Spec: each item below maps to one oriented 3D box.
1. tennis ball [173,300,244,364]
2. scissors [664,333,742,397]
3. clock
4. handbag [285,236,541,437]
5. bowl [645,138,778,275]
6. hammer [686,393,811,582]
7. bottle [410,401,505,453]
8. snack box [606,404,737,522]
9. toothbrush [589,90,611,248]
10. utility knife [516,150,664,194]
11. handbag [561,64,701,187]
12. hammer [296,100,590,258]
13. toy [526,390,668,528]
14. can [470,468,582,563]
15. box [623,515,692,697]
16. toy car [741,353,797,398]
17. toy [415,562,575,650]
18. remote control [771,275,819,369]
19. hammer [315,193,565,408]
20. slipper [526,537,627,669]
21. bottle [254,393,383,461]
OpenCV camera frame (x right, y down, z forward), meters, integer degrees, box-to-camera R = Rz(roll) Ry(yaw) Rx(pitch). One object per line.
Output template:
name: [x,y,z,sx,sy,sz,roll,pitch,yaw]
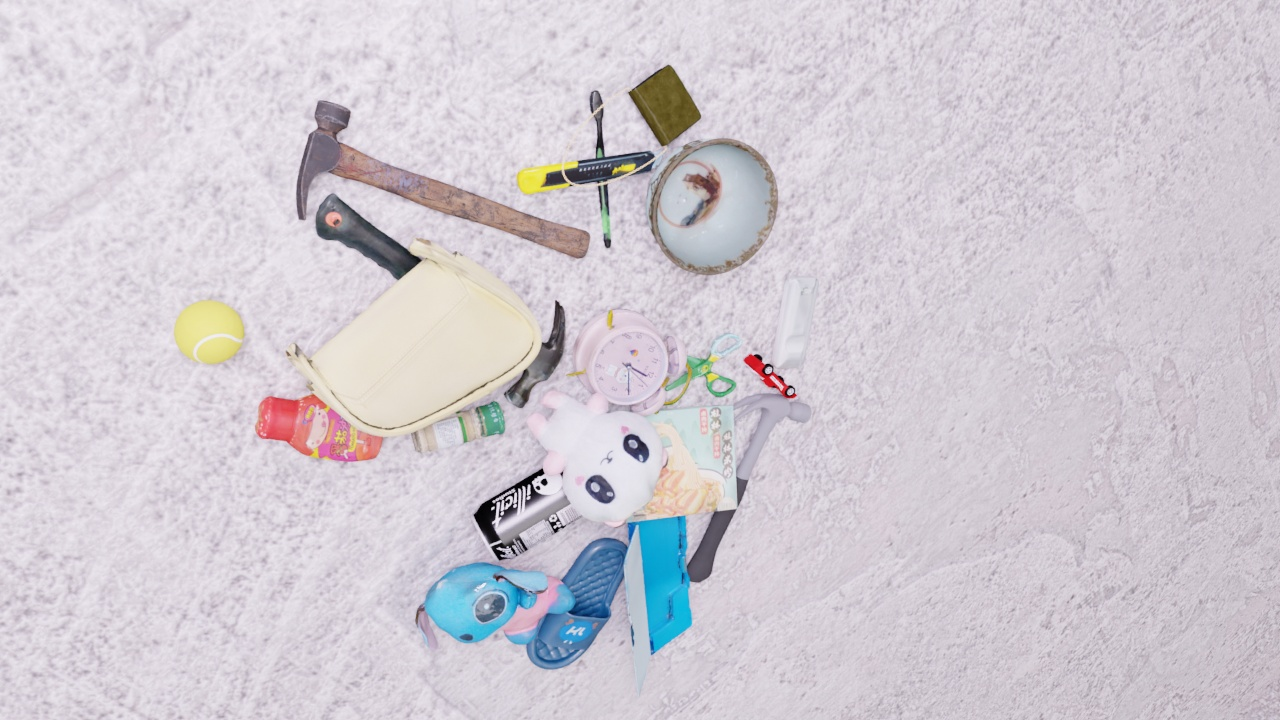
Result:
tennis ball: [-0.439,-0.029,0.935,0.065,0.065,0.065,-10,116,-21]
scissors: [0.089,0.003,1.229,0.127,0.011,0.123,24,99,-33]
clock: [-0.007,0.007,1.152,0.158,0.059,0.117,27,100,-27]
handbag: [-0.239,-0.015,0.998,0.232,0.088,0.191,-41,110,-4]
bowl: [0.071,-0.190,1.083,0.159,0.094,0.160,-10,117,-21]
hammer: [0.134,0.187,1.326,0.125,0.029,0.311,15,106,-30]
bottle: [-0.219,0.081,1.103,0.109,0.042,0.043,-15,118,-18]
snack box: [0.035,0.135,1.220,0.193,0.044,0.141,-3,91,-24]
toothbrush: [-0.046,-0.219,1.066,0.014,0.017,0.188,-13,121,-16]
utility knife: [-0.054,-0.217,1.044,0.174,0.020,0.029,-13,122,-13]
handbag: [-0.017,-0.253,1.029,0.177,0.027,0.084,-41,109,-17]
hammer: [-0.201,-0.164,0.996,0.329,0.033,0.120,16,92,-33]
toy: [-0.055,0.109,1.107,0.179,0.101,0.138,41,80,-9]
can: [-0.135,0.189,1.169,0.146,0.080,0.080,-30,122,-10]
box: [0.008,0.321,1.284,0.175,0.060,0.244,-41,134,-50]
toy car: [0.179,0.024,1.265,0.025,0.038,0.089,-47,123,3]
toy: [-0.176,0.310,1.180,0.225,0.098,0.191,-33,143,29]
remote control: [0.213,-0.051,1.256,0.050,0.022,0.133,-4,114,-24]
hammer: [-0.220,-0.075,1.039,0.333,0.033,0.133,35,97,-32]
slipper: [-0.078,0.345,1.281,0.103,0.059,0.214,26,98,-33]
bottle: [-0.358,0.073,1.028,0.134,0.048,0.071,12,90,-28]
